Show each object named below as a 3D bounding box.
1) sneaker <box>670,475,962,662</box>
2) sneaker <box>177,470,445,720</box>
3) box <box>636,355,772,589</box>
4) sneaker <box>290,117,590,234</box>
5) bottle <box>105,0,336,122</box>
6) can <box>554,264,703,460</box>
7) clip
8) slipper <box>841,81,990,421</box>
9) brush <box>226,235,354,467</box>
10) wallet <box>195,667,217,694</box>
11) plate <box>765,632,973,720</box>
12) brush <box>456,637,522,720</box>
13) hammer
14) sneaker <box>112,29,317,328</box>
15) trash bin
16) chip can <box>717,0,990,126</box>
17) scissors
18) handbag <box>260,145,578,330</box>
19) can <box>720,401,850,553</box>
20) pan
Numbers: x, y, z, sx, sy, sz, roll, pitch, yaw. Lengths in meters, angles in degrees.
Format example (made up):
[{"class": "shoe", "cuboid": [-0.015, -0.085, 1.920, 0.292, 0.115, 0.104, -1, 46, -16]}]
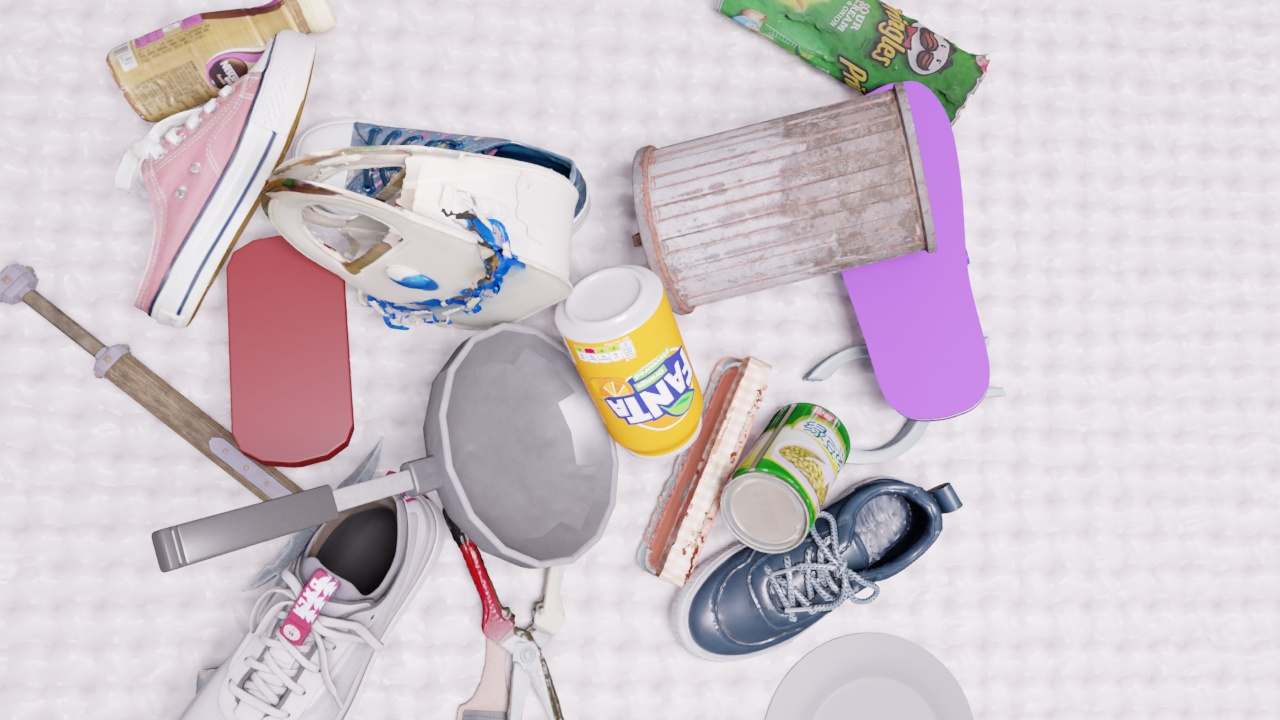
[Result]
[{"class": "sneaker", "cuboid": [0.135, 0.160, 0.703, 0.235, 0.087, 0.089, -30, 88, -10]}, {"class": "sneaker", "cuboid": [-0.224, 0.186, 0.610, 0.097, 0.129, 0.262, 31, 66, 6]}, {"class": "box", "cuboid": [0.051, 0.082, 0.710, 0.043, 0.083, 0.186, 25, 80, -6]}, {"class": "sneaker", "cuboid": [-0.154, -0.140, 0.708, 0.235, 0.079, 0.087, 8, 82, -6]}, {"class": "bottle", "cuboid": [-0.319, -0.243, 0.710, 0.166, 0.060, 0.059, -28, 87, -9]}, {"class": "can", "cuboid": [-0.004, 0.004, 0.674, 0.079, 0.142, 0.079, -12, 43, 12]}, {"class": "clip", "cuboid": [0.209, 0.001, 0.760, 0.171, 0.029, 0.141, -24, 88, -9]}, {"class": "slipper", "cuboid": [0.217, -0.081, 0.744, 0.107, 0.084, 0.266, -13, 78, 18]}, {"class": "brush", "cuboid": [-0.261, -0.006, 0.688, 0.082, 0.042, 0.173, -4, 76, -16]}, {"class": "wallet", "cuboid": [-0.271, 0.284, 0.662, 0.100, 0.054, 0.131, 5, 80, -14]}, {"class": "plate", "cuboid": [0.185, 0.309, 0.730, 0.178, 0.012, 0.178, 1, 84, -6]}, {"class": "brush", "cuboid": [-0.114, 0.259, 0.700, 0.050, 0.015, 0.135, 6, 83, -7]}, {"class": "hammer", "cuboid": [-0.353, 0.031, 0.693, 0.317, 0.028, 0.146, 39, 75, -2]}, {"class": "sneaker", "cuboid": [-0.321, -0.145, 0.677, 0.088, 0.118, 0.241, 28, 87, -21]}, {"class": "trash bin", "cuboid": [0.098, -0.115, 0.678, 0.211, 0.130, 0.130, -12, 84, 17]}, {"class": "chip can", "cuboid": [0.173, -0.272, 0.763, 0.223, 0.075, 0.075, 28, 81, -3]}, {"class": "scissors", "cuboid": [-0.090, 0.182, 0.704, 0.193, 0.015, 0.179, 42, 73, -8]}, {"class": "handbag", "cuboid": [-0.154, -0.078, 0.625, 0.199, 0.201, 0.093, 12, 74, -29]}, {"class": "can", "cuboid": [0.111, 0.084, 0.688, 0.067, 0.120, 0.067, 11, 117, 22]}, {"class": "pan", "cuboid": [-0.138, 0.073, 0.593, 0.041, 0.356, 0.178, -19, 86, 34]}]
